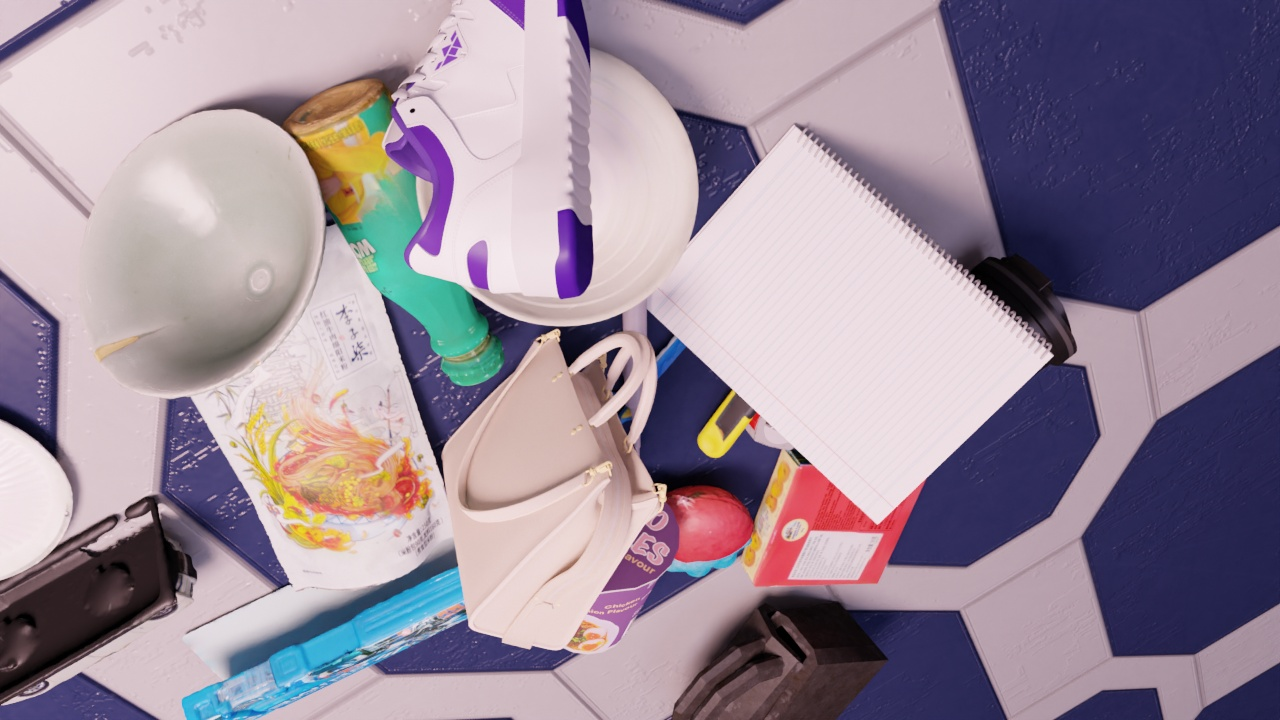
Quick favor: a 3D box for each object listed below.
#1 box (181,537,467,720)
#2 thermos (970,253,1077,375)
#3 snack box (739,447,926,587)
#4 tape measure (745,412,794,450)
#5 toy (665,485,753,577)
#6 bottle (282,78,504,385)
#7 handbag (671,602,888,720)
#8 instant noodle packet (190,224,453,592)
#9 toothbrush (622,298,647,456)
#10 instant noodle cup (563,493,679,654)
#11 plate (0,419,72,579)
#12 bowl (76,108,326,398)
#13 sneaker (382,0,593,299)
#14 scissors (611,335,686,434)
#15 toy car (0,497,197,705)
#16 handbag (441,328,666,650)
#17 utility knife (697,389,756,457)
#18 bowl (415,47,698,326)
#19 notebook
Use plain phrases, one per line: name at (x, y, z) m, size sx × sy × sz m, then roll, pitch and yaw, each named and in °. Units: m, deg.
box at (-0.247, 0.213, 0.758) m, size 0.243 × 0.085 × 0.092 m, roll -25°, pitch 163°, yaw -4°
thermos at (0.249, 0.015, 0.772) m, size 0.219 × 0.105 × 0.106 m, roll -40°, pitch 125°, yaw 6°
snack box at (0.183, 0.149, 0.874) m, size 0.144 × 0.040 × 0.143 m, roll 4°, pitch 119°, yaw -21°
tape measure at (0.125, 0.046, 0.799) m, size 0.060 × 0.020 × 0.062 m, roll 26°, pitch 108°, yaw -38°
toy at (0.056, 0.155, 0.824) m, size 0.092 × 0.062 × 0.133 m, roll -6°, pitch 144°, yaw 8°
bottle at (-0.149, -0.073, 0.597) m, size 0.068 × 0.068 × 0.210 m, roll -25°, pitch 126°, yaw -4°
handbag at (0.111, 0.333, 0.925) m, size 0.199 × 0.102 × 0.198 m, roll 16°, pitch 115°, yaw -45°
instant noodle packet at (-0.230, 0.045, 0.655) m, size 0.146 × 0.057 × 0.269 m, roll -19°, pitch 120°, yaw -11°
toothbrush at (-0.004, 0.004, 0.716) m, size 0.019 × 0.018 × 0.188 m, roll -3°, pitch 116°, yaw -3°
instant noodle cup at (-0.042, 0.183, 0.769) m, size 0.136 × 0.122 × 0.122 m, roll -45°, pitch 156°, yaw -46°
plate at (-0.472, 0.091, 0.617) m, size 0.156 × 0.014 × 0.157 m, roll -9°, pitch 123°, yaw -15°
bowl at (-0.246, -0.057, 0.552) m, size 0.174 × 0.174 × 0.068 m, roll -41°, pitch 161°, yaw 8°
sneaker at (-0.088, -0.150, 0.518) m, size 0.111 × 0.244 × 0.092 m, roll -4°, pitch 168°, yaw 6°
scissors at (0.002, 0.026, 0.749) m, size 0.131 × 0.022 × 0.070 m, roll -47°, pitch 122°, yaw 8°
toy car at (-0.412, 0.190, 0.670) m, size 0.191 × 0.094 × 0.071 m, roll -31°, pitch 151°, yaw -1°
handbag at (-0.050, 0.066, 0.641) m, size 0.101 × 0.194 × 0.198 m, roll 25°, pitch 112°, yaw -32°
utility knife at (0.099, 0.012, 0.740) m, size 0.029 × 0.020 × 0.188 m, roll 38°, pitch 125°, yaw 10°
bowl at (-0.055, -0.109, 0.593) m, size 0.176 × 0.058 × 0.176 m, roll 0°, pitch 89°, yaw -13°
notebook at (0.146, -0.027, 0.675) m, size 0.245 × 0.013 × 0.178 m, roll 43°, pitch 103°, yaw 6°
